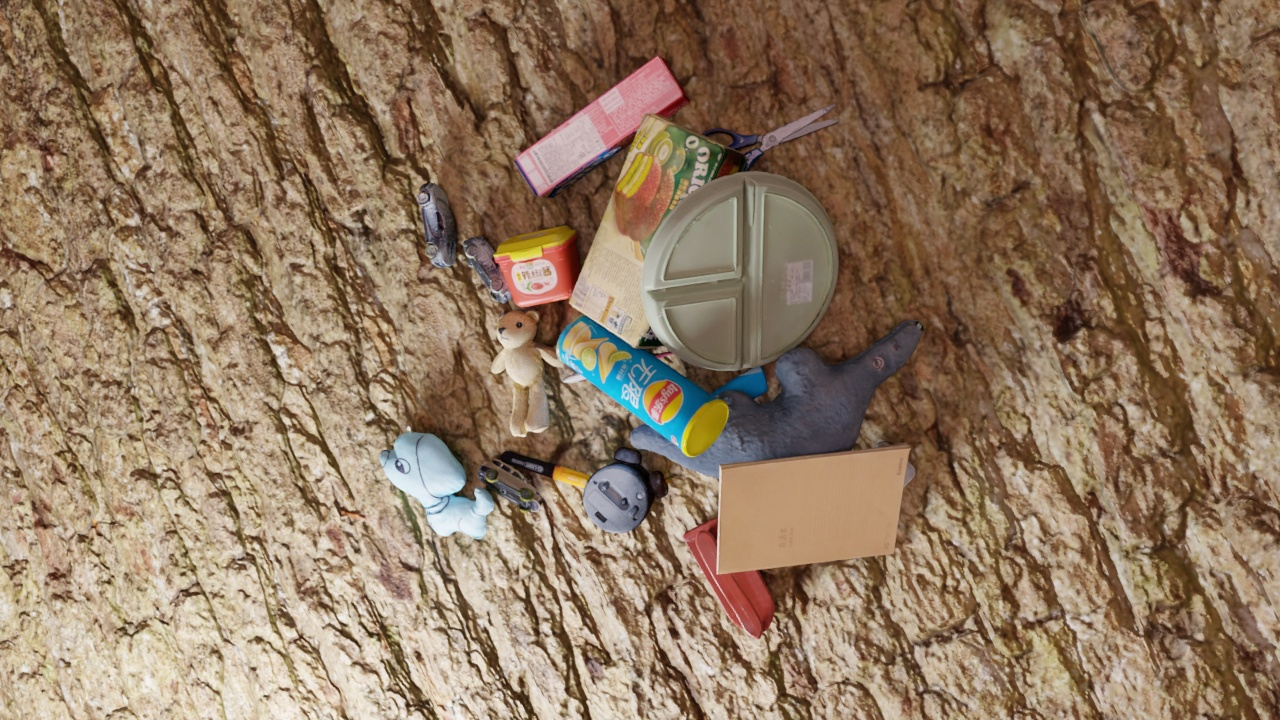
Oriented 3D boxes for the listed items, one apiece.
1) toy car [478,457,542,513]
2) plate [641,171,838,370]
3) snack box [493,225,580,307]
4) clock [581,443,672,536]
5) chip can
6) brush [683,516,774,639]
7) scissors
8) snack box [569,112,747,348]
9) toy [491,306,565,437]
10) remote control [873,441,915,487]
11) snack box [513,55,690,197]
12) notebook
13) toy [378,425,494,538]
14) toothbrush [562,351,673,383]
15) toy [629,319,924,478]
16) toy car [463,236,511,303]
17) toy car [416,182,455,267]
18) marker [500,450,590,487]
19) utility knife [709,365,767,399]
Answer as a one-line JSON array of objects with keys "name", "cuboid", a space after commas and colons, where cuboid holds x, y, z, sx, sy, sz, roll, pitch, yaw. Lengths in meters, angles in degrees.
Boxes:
[{"name": "toy car", "cuboid": [-0.161, 0.157, 1.150, 0.090, 0.042, 0.035, 30, 59, 10]}, {"name": "plate", "cuboid": [0.113, -0.089, 0.997, 0.230, 0.027, 0.230, -7, 117, -13]}, {"name": "snack box", "cuboid": [-0.117, -0.111, 1.091, 0.091, 0.081, 0.080, -10, 108, 16]}, {"name": "clock", "cuboid": [-0.015, 0.153, 1.107, 0.082, 0.055, 0.122, 42, 103, 7]}, {"name": "chip can", "cuboid": [-0.001, 0.023, 1.041, 0.210, 0.071, 0.071, 35, 105, 31]}, {"name": "brush", "cuboid": [0.109, 0.257, 1.082, 0.063, 0.069, 0.146, -29, 89, 16]}, {"name": "scissors", "cuboid": [0.144, -0.238, 1.042, 0.173, 0.012, 0.126, 8, 97, 12]}, {"name": "snack box", "cuboid": [0.016, -0.143, 1.031, 0.114, 0.063, 0.240, 33, 109, 30]}, {"name": "toy", "cuboid": [-0.144, 0.014, 1.116, 0.105, 0.066, 0.157, -8, 87, 32]}, {"name": "remote control", "cuboid": [0.253, 0.156, 1.059, 0.056, 0.020, 0.136, 42, 105, 7]}, {"name": "snack box", "cuboid": [-0.045, -0.267, 1.062, 0.208, 0.057, 0.058, -31, 91, 15]}, {"name": "notebook", "cuboid": [0.189, 0.167, 1.018, 0.211, 0.012, 0.150, -5, 119, -7]}, {"name": "toy", "cuboid": [-0.262, 0.154, 1.170, 0.162, 0.049, 0.156, 1, 107, 21]}, {"name": "toothbrush", "cuboid": [-0.007, 0.006, 1.108, 0.188, 0.016, 0.017, -14, 103, 15]}, {"name": "toy", "cuboid": [0.165, 0.068, 1.035, 0.357, 0.091, 0.138, -26, 81, 14]}, {"name": "toy car", "cuboid": [-0.186, -0.111, 1.125, 0.034, 0.043, 0.090, -33, 83, -18]}, {"name": "toy car", "cuboid": [-0.247, -0.167, 1.128, 0.031, 0.049, 0.105, -7, 95, 11]}, {"name": "marker", "cuboid": [-0.119, 0.136, 1.152, 0.124, 0.015, 0.018, 15, 96, 13]}, {"name": "utility knife", "cuboid": [0.081, 0.057, 1.090, 0.161, 0.018, 0.034, -31, 103, 17]}]
